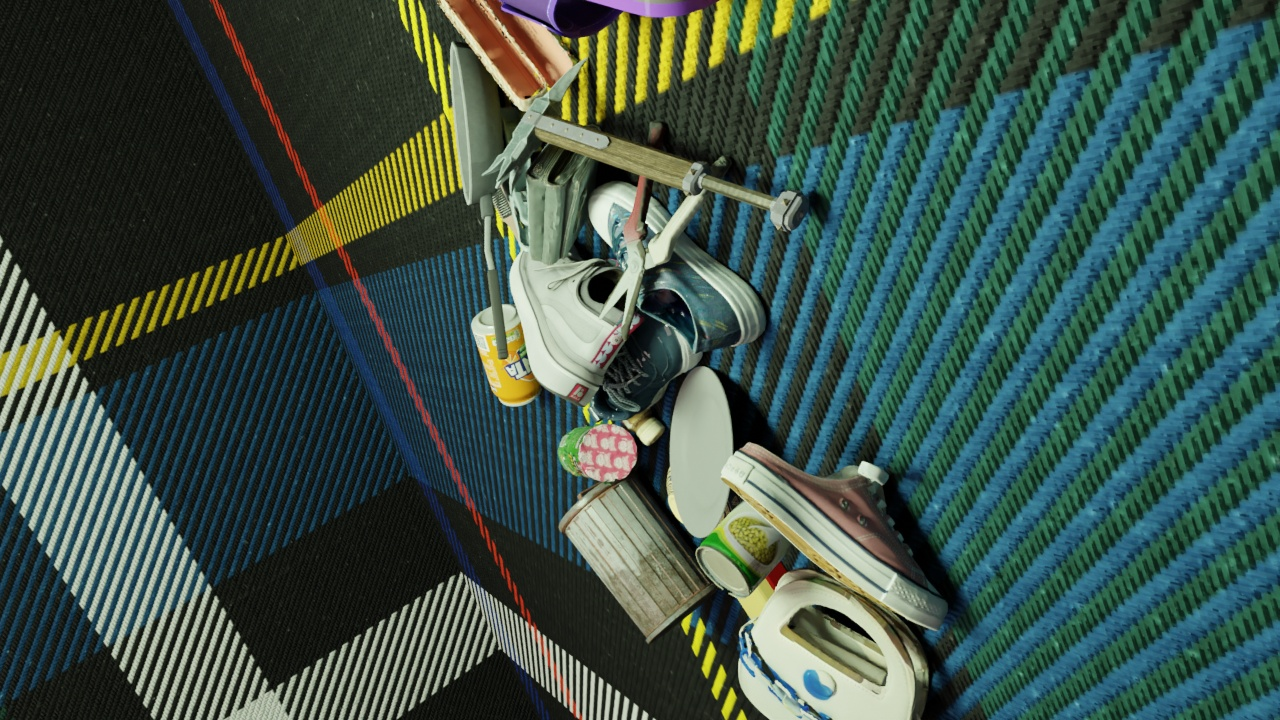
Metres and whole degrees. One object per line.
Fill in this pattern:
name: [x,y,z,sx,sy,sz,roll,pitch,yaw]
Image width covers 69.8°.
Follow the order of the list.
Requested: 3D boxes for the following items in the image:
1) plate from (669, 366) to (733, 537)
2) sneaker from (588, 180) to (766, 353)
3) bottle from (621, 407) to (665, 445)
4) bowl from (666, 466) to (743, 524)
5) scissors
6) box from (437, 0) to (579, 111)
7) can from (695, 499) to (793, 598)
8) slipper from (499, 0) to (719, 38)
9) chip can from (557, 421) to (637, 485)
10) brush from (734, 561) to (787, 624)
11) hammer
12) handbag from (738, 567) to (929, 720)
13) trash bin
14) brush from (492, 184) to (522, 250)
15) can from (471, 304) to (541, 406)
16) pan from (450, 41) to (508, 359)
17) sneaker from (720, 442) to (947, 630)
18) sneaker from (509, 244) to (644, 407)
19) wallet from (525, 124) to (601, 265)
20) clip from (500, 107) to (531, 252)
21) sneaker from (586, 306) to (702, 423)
plate: [0.066,0.095,0.962,0.178,0.012,0.178,-178,91,-73]
sneaker: [0.013,-0.083,0.873,0.235,0.079,0.088,45,151,30]
bottle: [-0.037,0.037,1.132,0.166,0.059,0.060,45,153,12]
bowl: [0.068,0.156,1.054,0.112,0.061,0.113,44,151,32]
scissors: [0.014,-0.121,0.810,0.180,0.015,0.193,-18,75,43]
box: [-0.135,-0.330,0.903,0.187,0.083,0.043,53,170,12]
can: [0.117,0.166,0.896,0.067,0.120,0.067,36,150,24]
slipper: [-0.041,-0.292,0.724,0.266,0.107,0.084,33,145,37]
chip can: [-0.062,0.121,1.204,0.075,0.075,0.223,61,167,-1]
brush: [0.149,0.277,1.055,0.173,0.041,0.082,56,156,8]
hammer: [0.010,-0.171,0.775,0.317,0.147,0.028,28,173,36]
handbag: [0.193,0.309,0.916,0.201,0.092,0.200,23,130,30]
trash bin: [-0.006,0.253,1.224,0.211,0.130,0.131,50,154,17]
brush: [-0.171,-0.179,1.199,0.050,0.015,0.136,-4,114,63]
can: [-0.195,-0.008,1.357,0.079,0.079,0.143,33,145,45]
pan: [-0.172,-0.179,1.033,0.179,0.041,0.357,157,106,-76]
sneaker: [0.180,0.137,0.789,0.241,0.087,0.118,40,171,-12]
sneaker: [-0.064,-0.078,0.986,0.096,0.129,0.262,31,-154,-33]
wallet: [-0.078,-0.168,0.934,0.054,0.100,0.132,27,150,6]
clip: [-0.133,-0.218,1.005,0.142,0.029,0.171,97,158,-50]
sneaker: [-0.006,0.006,0.996,0.089,0.087,0.236,53,154,13]
